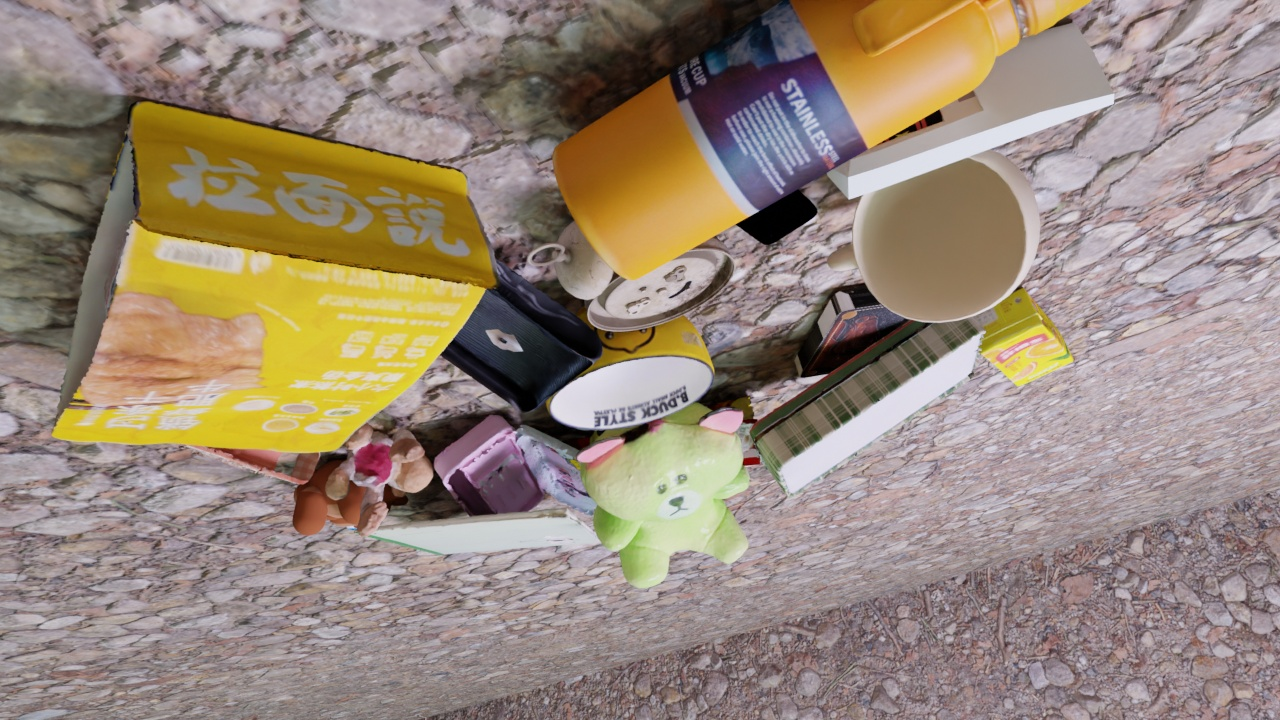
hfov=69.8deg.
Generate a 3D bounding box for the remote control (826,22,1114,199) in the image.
[{"bbox_3d":[0.163,-0.132,0.478,0.143,0.049,0.024,-19,155,12],"label":"remote control"}]

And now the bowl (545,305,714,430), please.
[{"bbox_3d":[-0.013,-0.005,0.642,0.117,0.067,0.117,-11,155,-5],"label":"bowl"}]

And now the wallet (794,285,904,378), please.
[{"bbox_3d":[0.176,-0.025,0.754,0.072,0.019,0.123,-9,155,-12],"label":"wallet"}]

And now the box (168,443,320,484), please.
[{"bbox_3d":[-0.266,0.029,0.604,0.042,0.082,0.187,11,166,21],"label":"box"}]

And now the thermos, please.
[{"bbox_3d":[0.076,-0.118,0.403,0.233,0.091,0.076,-28,123,18],"label":"thermos"}]

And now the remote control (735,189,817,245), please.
[{"bbox_3d":[0.051,-0.105,0.517,0.041,0.020,0.151,-31,150,25],"label":"remote control"}]

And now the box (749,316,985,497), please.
[{"bbox_3d":[0.192,0.032,0.778,0.205,0.051,0.117,-35,153,1],"label":"box"}]

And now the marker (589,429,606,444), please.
[{"bbox_3d":[-0.030,0.051,0.777,0.021,0.017,0.124,26,138,17],"label":"marker"}]

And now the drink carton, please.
[{"bbox_3d":[0.341,-0.020,0.825,0.059,0.043,0.134,-30,152,26],"label":"drink carton"}]

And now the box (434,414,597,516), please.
[{"bbox_3d":[-0.103,0.106,0.845,0.146,0.077,0.202,-9,156,-1],"label":"box"}]

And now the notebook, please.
[{"bbox_3d":[-0.141,0.167,0.878,0.182,0.010,0.253,-5,164,2],"label":"notebook"}]

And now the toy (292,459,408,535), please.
[{"bbox_3d":[-0.254,0.128,0.817,0.095,0.065,0.128,-6,161,3],"label":"toy"}]

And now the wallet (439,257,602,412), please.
[{"bbox_3d":[-0.089,-0.019,0.565,0.115,0.026,0.089,37,138,-15],"label":"wallet"}]

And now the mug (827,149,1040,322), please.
[{"bbox_3d":[0.174,-0.076,0.547,0.120,0.096,0.099,-13,-172,31],"label":"mug"}]

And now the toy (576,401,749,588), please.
[{"bbox_3d":[0.022,0.100,0.770,0.150,0.107,0.197,-16,129,-11],"label":"toy"}]

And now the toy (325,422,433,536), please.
[{"bbox_3d":[-0.206,0.095,0.751,0.074,0.085,0.106,19,177,10],"label":"toy"}]

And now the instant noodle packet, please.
[{"bbox_3d":[-0.200,-0.013,0.481,0.162,0.084,0.222,5,142,-39],"label":"instant noodle packet"}]

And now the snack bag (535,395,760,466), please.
[{"bbox_3d":[0.009,0.077,0.876,0.208,0.066,0.139,-6,162,6],"label":"snack bag"}]

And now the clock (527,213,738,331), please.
[{"bbox_3d":[-0.009,-0.061,0.540,0.140,0.054,0.093,0,152,-43],"label":"clock"}]
